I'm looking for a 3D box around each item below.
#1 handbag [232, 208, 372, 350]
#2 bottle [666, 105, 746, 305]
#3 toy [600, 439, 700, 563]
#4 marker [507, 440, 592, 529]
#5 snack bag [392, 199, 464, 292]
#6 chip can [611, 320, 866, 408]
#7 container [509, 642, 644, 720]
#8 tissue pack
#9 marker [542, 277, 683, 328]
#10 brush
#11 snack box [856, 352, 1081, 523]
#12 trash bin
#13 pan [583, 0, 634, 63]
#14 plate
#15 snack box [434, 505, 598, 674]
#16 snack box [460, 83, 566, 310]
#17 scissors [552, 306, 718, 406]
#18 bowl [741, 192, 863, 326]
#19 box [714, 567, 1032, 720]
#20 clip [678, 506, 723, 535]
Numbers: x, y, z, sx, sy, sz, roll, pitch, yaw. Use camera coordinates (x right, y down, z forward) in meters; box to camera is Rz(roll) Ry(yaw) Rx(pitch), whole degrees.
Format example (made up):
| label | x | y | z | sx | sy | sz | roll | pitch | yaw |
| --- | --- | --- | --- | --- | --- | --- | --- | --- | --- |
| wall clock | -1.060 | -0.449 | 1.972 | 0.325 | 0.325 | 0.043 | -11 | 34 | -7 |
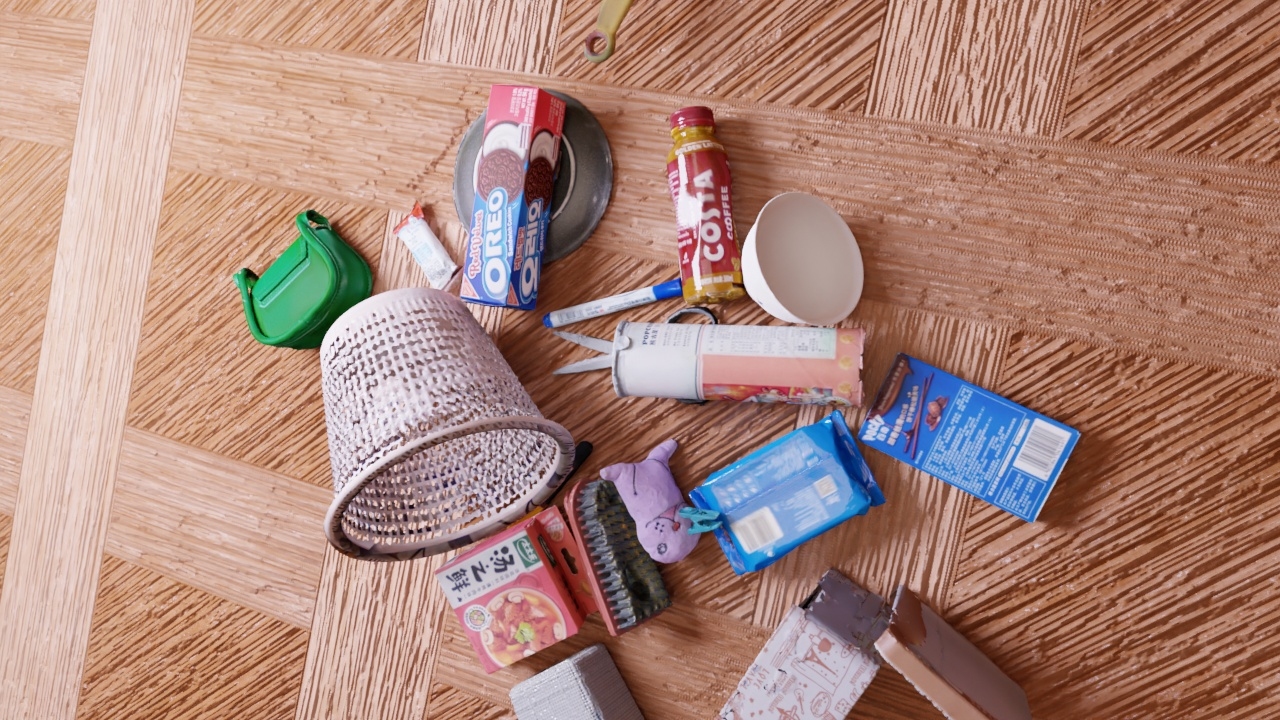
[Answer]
| label | x | y | z | sx | sy | sz | roll | pitch | yaw |
| --- | --- | --- | --- | --- | --- | --- | --- | --- | --- |
| handbag | -0.363 | -0.081 | 0.978 | 0.131 | 0.068 | 0.120 | -41 | 76 | 15 |
| bottle | 0.057 | -0.140 | 0.833 | 0.057 | 0.057 | 0.175 | -8 | 87 | 19 |
| toy | 0.018 | 0.134 | 0.850 | 0.083 | 0.039 | 0.108 | -24 | 86 | -27 |
| marker | -0.089 | 0.127 | 0.908 | 0.018 | 0.015 | 0.124 | 44 | 101 | 17 |
| snack bag | -0.219 | -0.114 | 0.948 | 0.048 | 0.026 | 0.104 | -44 | 77 | 21 |
| chip can | 0.087 | 0.002 | 0.804 | 0.215 | 0.071 | 0.071 | 2 | 90 | 13 |
| container | -0.055 | 0.337 | 0.857 | 0.090 | 0.090 | 0.114 | -31 | 76 | 16 |
| tissue pack | 0.129 | 0.117 | 0.810 | 0.157 | 0.052 | 0.095 | -32 | 82 | 17 |
| marker | -0.027 | -0.054 | 0.885 | 0.146 | 0.017 | 0.017 | -13 | 85 | 19 |
| brush | -0.031 | 0.181 | 0.866 | 0.069 | 0.063 | 0.145 | -31 | 77 | 47 |
| snack box | 0.273 | 0.063 | 0.772 | 0.157 | 0.026 | 0.084 | 26 | 98 | 18 |
| trash bin | -0.199 | 0.049 | 0.851 | 0.228 | 0.227 | 0.192 | -37 | 60 | 16 |
| pan | 0.040 | -0.429 | 0.829 | 0.198 | 0.078 | 0.357 | 27 | 99 | 18 |
| plate | -0.113 | -0.183 | 0.912 | 0.180 | 0.024 | 0.179 | 0 | 90 | 19 |
| snack box | -0.114 | 0.220 | 0.882 | 0.127 | 0.044 | 0.113 | -28 | 90 | 9 |
| snack box | -0.120 | -0.152 | 0.872 | 0.057 | 0.058 | 0.207 | 11 | 94 | 23 |
| scissors | 0.000 | -0.007 | 0.878 | 0.171 | 0.014 | 0.159 | -46 | 75 | 15 |
| bowl | 0.128 | -0.079 | 0.797 | 0.065 | 0.118 | 0.118 | -26 | 79 | 57 |
| box | 0.191 | 0.272 | 0.723 | 0.193 | 0.183 | 0.157 | 36 | 102 | 19 |
| clip | 0.055 | 0.143 | 0.814 | 0.057 | 0.015 | 0.049 | -21 | 93 | 60 |
